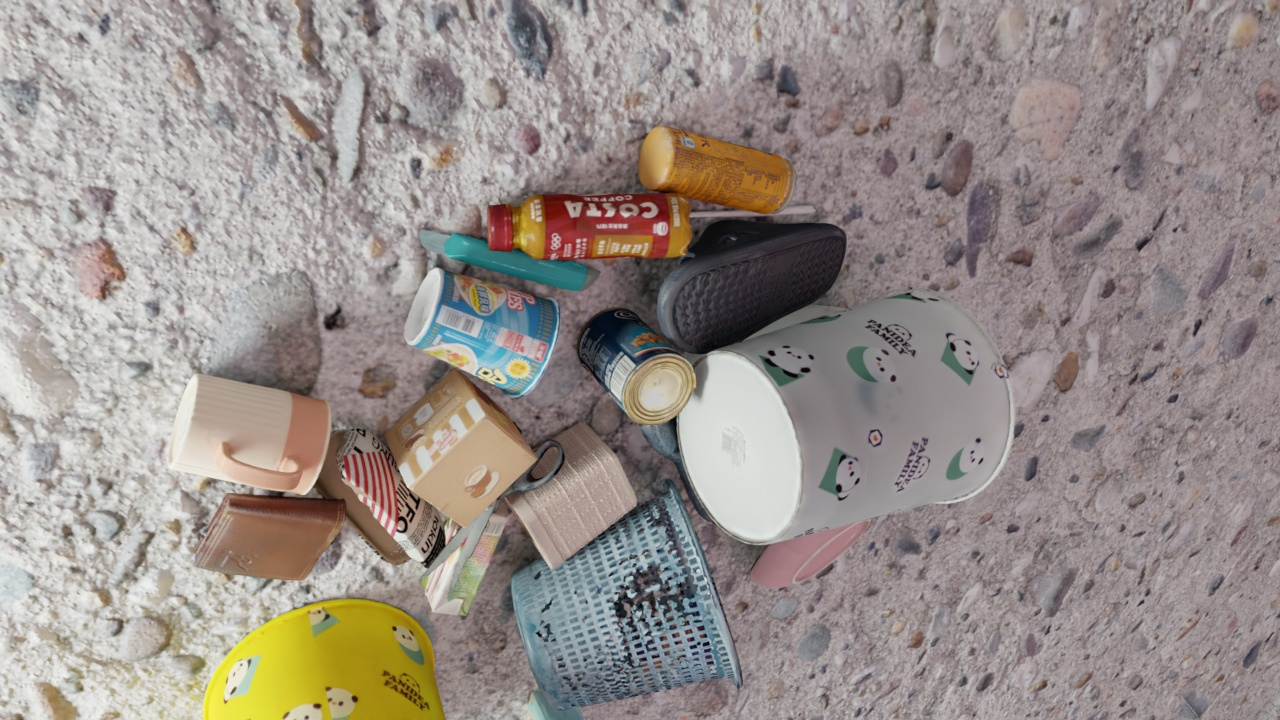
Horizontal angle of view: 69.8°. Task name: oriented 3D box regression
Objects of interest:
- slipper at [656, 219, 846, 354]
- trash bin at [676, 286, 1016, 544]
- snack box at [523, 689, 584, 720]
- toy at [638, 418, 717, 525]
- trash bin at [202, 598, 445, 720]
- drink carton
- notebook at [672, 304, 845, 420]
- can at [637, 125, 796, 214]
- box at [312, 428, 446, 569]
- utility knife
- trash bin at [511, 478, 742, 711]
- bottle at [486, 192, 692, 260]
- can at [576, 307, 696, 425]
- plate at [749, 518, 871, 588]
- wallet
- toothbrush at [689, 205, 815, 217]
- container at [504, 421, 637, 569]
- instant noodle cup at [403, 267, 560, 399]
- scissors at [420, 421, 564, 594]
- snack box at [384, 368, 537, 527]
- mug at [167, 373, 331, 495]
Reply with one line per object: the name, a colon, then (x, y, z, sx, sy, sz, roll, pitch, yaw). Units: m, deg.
slipper: (0.100, -0.085, 0.912, 0.267, 0.083, 0.111, -20, 132, -40)
trash bin: (0.189, 0.058, 0.896, 0.251, 0.229, 0.230, -12, 121, -32)
snack box: (-0.114, 0.484, 1.101, 0.051, 0.074, 0.175, 3, 114, -31)
toy: (0.123, 0.122, 1.020, 0.355, 0.091, 0.138, 14, 107, -36)
trash bin: (-0.274, 0.394, 0.851, 0.229, 0.255, 0.230, -13, 121, -22)
drink carton: (-0.178, 0.191, 0.918, 0.045, 0.053, 0.123, 16, 107, -32)
notebook: (0.134, 0.004, 1.011, 0.208, 0.012, 0.151, 4, 115, -29)
can: (0.072, -0.174, 0.851, 0.145, 0.058, 0.058, 6, 113, -31)
box: (-0.247, 0.131, 0.851, 0.086, 0.076, 0.163, -16, 128, 22)
utility knife: (-0.115, -0.090, 0.824, 0.174, 0.013, 0.029, 13, 107, -30)
trash bin: (-0.023, 0.261, 0.958, 0.195, 0.226, 0.227, -18, 124, -5)
bottle: (-0.045, -0.117, 0.803, 0.175, 0.057, 0.057, -2, 118, -10)
can: (-0.005, 0.005, 0.874, 0.075, 0.111, 0.075, -13, 121, -22)
plate: (0.219, 0.217, 1.107, 0.192, 0.039, 0.193, -30, 153, -18)
wallet: (-0.325, 0.153, 0.801, 0.101, 0.032, 0.125, 13, 138, -32)
toothbrush: (0.099, -0.150, 0.907, 0.179, 0.016, 0.016, -5, 112, -25)
container: (-0.074, 0.132, 0.923, 0.110, 0.090, 0.090, -33, 127, -13)
instant noodle cup: (-0.140, -0.028, 0.798, 0.110, 0.099, 0.099, 22, 104, -29)
scissors: (-0.137, 0.133, 0.859, 0.163, 0.164, 0.014, -16, 146, 4)
snack box: (-0.165, 0.079, 0.838, 0.093, 0.094, 0.077, -43, 128, -2)
mug: (-0.313, 0.067, 0.739, 0.105, 0.114, 0.082, 17, 106, -32)
